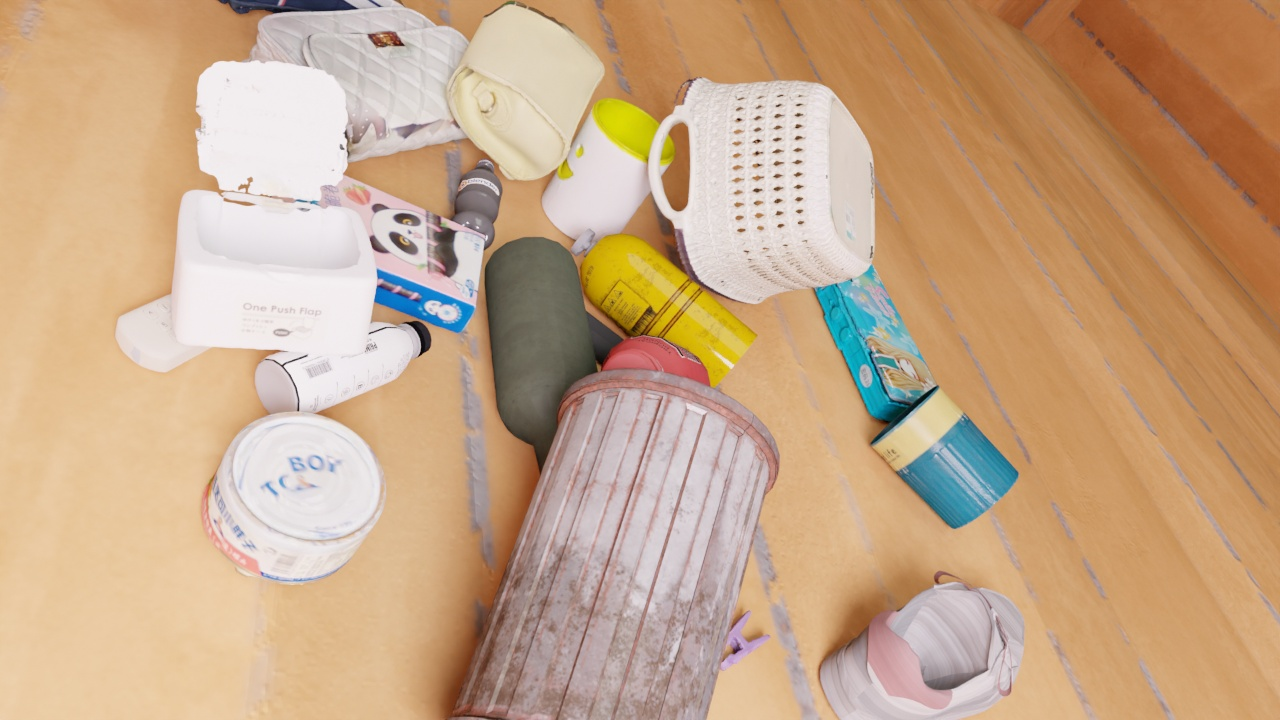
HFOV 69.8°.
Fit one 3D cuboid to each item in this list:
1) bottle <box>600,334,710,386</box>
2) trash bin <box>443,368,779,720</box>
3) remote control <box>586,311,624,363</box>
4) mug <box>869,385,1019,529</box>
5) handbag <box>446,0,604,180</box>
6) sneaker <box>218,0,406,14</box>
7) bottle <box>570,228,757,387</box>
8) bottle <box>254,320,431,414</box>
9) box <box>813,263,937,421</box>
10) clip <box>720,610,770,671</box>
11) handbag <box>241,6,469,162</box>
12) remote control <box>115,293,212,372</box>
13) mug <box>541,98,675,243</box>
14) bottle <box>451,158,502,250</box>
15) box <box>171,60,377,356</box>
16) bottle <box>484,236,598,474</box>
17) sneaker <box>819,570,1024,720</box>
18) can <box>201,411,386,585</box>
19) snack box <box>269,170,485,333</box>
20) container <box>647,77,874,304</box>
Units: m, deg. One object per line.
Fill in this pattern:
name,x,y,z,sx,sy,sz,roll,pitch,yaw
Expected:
bottle,0.009,0.016,0.631,0.062,0.062,0.176,46,5,9
trash bin,-0.008,0.112,0.481,0.131,0.131,0.210,29,55,-13
remote control,-0.004,0.004,0.738,0.147,0.015,0.033,37,36,-2
mug,0.280,0.087,0.847,0.107,0.083,0.113,46,9,9
handbag,-0.099,-0.233,0.779,0.111,0.081,0.119,40,47,-27
sneaker,-0.313,-0.324,0.778,0.120,0.127,0.294,52,18,9
bottle,0.012,-0.047,0.761,0.164,0.071,0.070,40,36,2
bottle,-0.178,0.001,0.571,0.041,0.041,0.115,47,37,11
box,0.245,-0.030,0.968,0.094,0.040,0.226,14,43,-31
clip,0.064,0.185,0.606,0.051,0.013,0.033,-18,62,-46
handbag,-0.216,-0.233,0.762,0.139,0.073,0.194,46,37,7
remote control,-0.257,-0.033,0.559,0.038,0.018,0.125,40,35,2
mug,-0.030,-0.166,0.822,0.082,0.106,0.082,23,39,-20
bottle,-0.133,-0.131,0.754,0.036,0.036,0.109,23,39,-21
box,-0.220,-0.086,0.552,0.111,0.102,0.189,3,56,-30
bottle,-0.066,0.005,0.637,0.071,0.072,0.206,15,42,-29
sneaker,0.234,0.203,0.667,0.235,0.090,0.099,-5,54,-43
can,-0.183,0.072,0.489,0.086,0.043,0.086,25,38,-21
snack box,-0.190,-0.084,0.658,0.154,0.033,0.087,21,39,-22
container,0.122,-0.149,0.826,0.251,0.143,0.184,10,81,-64
